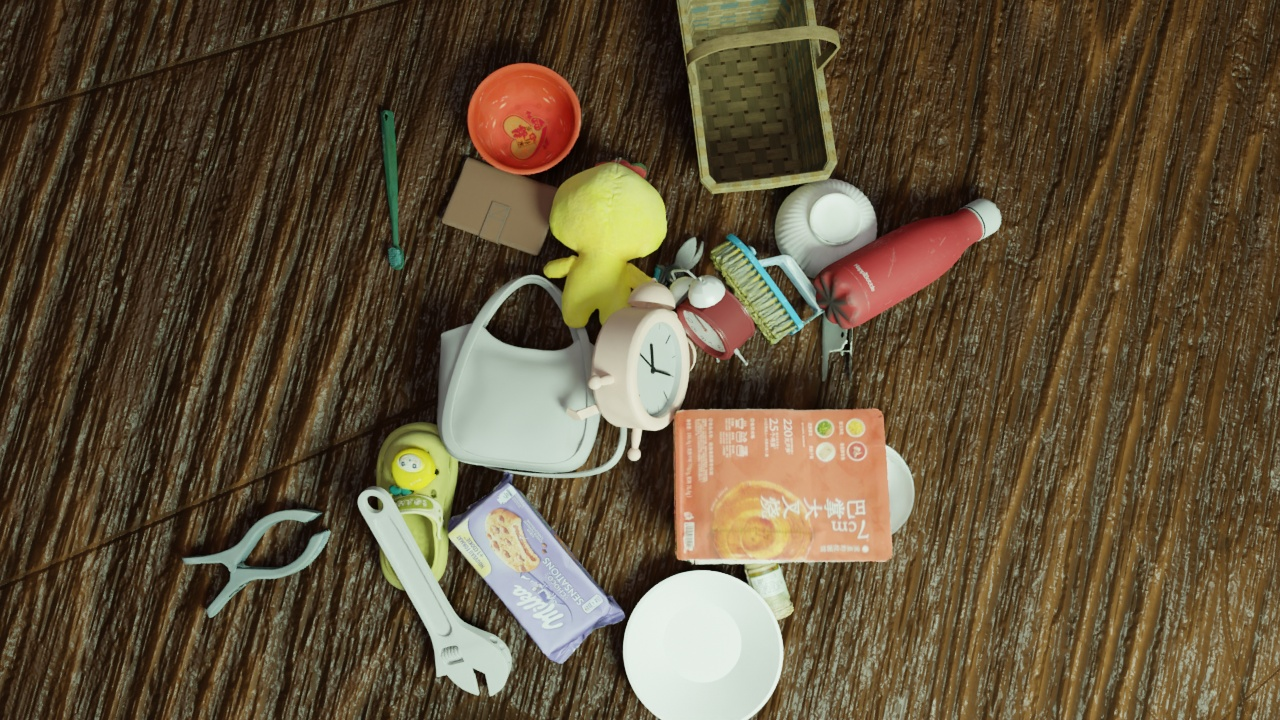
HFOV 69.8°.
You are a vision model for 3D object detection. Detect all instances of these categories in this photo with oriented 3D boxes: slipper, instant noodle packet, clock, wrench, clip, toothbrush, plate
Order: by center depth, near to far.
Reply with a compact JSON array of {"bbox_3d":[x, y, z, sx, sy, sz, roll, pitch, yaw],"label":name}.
[{"bbox_3d":[0.150,0.132,0.976,0.221,0.084,0.164,-4,72,14],"label":"instant noodle packet"},{"bbox_3d":[-0.006,0.006,0.992,0.086,0.131,0.160,11,53,35],"label":"clock"},{"bbox_3d":[-0.223,0.252,0.997,0.087,0.018,0.273,-19,105,15],"label":"wrench"},{"bbox_3d":[-0.256,0.164,1.017,0.091,0.081,0.190,2,88,3],"label":"slipper"},{"bbox_3d":[0.076,-0.052,1.021,0.044,0.087,0.124,-44,110,-17],"label":"clock"},{"bbox_3d":[0.069,0.319,1.021,0.174,0.036,0.174,0,87,3],"label":"plate"},{"bbox_3d":[-0.425,0.235,1.037,0.163,0.028,0.106,-23,84,-1],"label":"clip"},{"bbox_3d":[0.226,-0.027,1.049,0.058,0.053,0.102,-3,84,36],"label":"clip"},{"bbox_3d":[-0.292,-0.201,1.076,0.016,0.017,0.189,-5,86,0],"label":"toothbrush"}]

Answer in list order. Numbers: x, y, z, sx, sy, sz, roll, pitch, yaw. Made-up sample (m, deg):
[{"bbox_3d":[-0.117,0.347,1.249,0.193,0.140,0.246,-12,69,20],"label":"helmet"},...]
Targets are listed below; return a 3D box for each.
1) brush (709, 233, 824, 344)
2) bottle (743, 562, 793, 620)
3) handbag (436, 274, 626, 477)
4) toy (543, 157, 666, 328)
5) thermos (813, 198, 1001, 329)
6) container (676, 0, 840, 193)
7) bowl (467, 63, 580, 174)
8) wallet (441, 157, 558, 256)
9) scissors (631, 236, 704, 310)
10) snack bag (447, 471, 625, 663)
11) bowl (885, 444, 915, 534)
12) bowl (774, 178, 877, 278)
[{"bbox_3d":[0.143,-0.091,1.046,0.075,0.055,0.136,-36,86,-5],"label":"brush"},{"bbox_3d":[0.137,0.234,1.028,0.043,0.043,0.111,-19,86,-1],"label":"bottle"},{"bbox_3d":[-0.120,0.013,1.037,0.215,0.096,0.222,8,76,-9],"label":"handbag"},{"bbox_3d":[-0.039,-0.136,1.033,0.134,0.092,0.207,8,89,-1],"label":"toy"},{"bbox_3d":[0.306,-0.117,1.026,0.239,0.073,0.073,-29,86,-16],"label":"thermos"},{"bbox_3d":[0.125,-0.311,0.997,0.157,0.186,0.250,-7,85,-1],"label":"container"},{"bbox_3d":[-0.133,-0.275,1.067,0.130,0.045,0.130,0,86,0],"label":"bowl"},{"bbox_3d":[-0.162,-0.180,1.076,0.121,0.013,0.087,19,81,2],"label":"wallet"},{"bbox_3d":[0.020,-0.076,1.064,0.150,0.019,0.131,-11,86,0],"label":"scissors"},{"bbox_3d":[-0.117,0.232,1.022,0.096,0.058,0.205,-39,89,0],"label":"snack bag"},{"bbox_3d":[0.242,0.143,1.023,0.113,0.063,0.113,0,85,1],"label":"bowl"},{"bbox_3d":[0.216,-0.155,1.047,0.118,0.062,0.118,0,85,0],"label":"bowl"}]
